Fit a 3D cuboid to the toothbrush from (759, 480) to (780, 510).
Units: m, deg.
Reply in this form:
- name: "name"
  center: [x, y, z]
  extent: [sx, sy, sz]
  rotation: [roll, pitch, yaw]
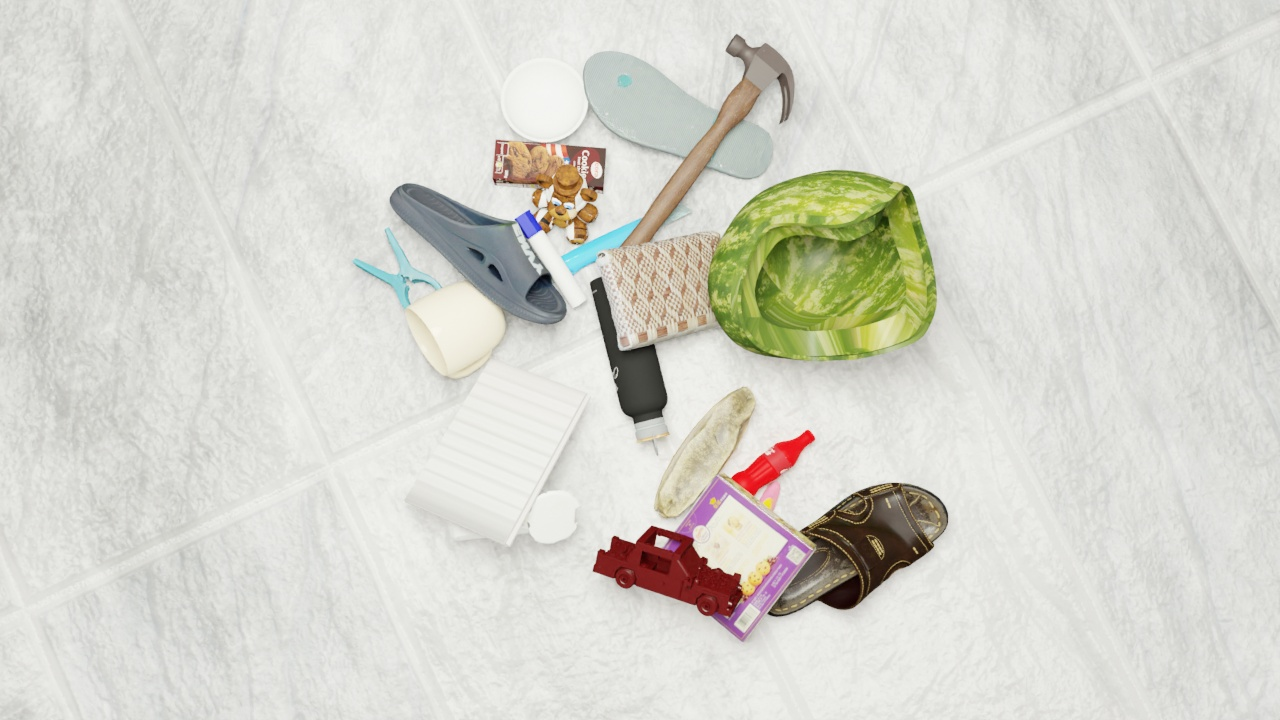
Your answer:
- name: "toothbrush"
  center: [0.145, 0.214, 1.160]
  extent: [0.021, 0.016, 0.135]
  rotation: [25, 82, 2]

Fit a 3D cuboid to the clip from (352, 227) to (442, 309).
- name: "clip"
  center: [-0.311, -0.094, 1.161]
  extent: [0.127, 0.028, 0.113]
  rotation: [35, 87, 1]

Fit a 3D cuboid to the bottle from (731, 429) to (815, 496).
- name: "bottle"
  center: [0.169, 0.128, 1.156]
  extent: [0.119, 0.036, 0.036]
  rotation: [-36, 87, -5]

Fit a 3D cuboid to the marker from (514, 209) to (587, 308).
- name: "marker"
  center: [-0.113, -0.127, 1.155]
  extent: [0.023, 0.027, 0.133]
  rotation: [-31, 102, 8]

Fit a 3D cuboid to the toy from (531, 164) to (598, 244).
- name: "toy"
  center: [-0.094, -0.199, 1.140]
  extent: [0.087, 0.113, 0.067]
  rotation: [18, 73, -1]

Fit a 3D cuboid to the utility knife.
- name: "utility knife"
  center: [-0.029, -0.154, 1.183]
  extent: [0.205, 0.015, 0.031]
  rotation: [-25, 89, -1]

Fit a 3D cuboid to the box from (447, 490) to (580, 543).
- name: "box"
  center: [-0.153, 0.180, 1.114]
  extent: [0.166, 0.092, 0.083]
  rotation: [-6, 105, -5]

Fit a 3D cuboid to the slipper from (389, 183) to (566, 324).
- name: "slipper"
  center: [-0.184, -0.149, 1.124]
  extent: [0.268, 0.110, 0.083]
  rotation: [39, 112, 7]

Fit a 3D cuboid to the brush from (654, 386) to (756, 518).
- name: "brush"
  center: [0.082, 0.115, 1.150]
  extent: [0.059, 0.043, 0.195]
  rotation: [37, 86, 1]

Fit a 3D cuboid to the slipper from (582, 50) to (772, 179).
- name: "slipper"
  center: [0.042, -0.305, 1.189]
  extent: [0.268, 0.055, 0.098]
  rotation: [25, 87, -11]

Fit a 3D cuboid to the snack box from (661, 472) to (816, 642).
- name: "snack box"
  center: [0.111, 0.236, 1.111]
  extent: [0.148, 0.040, 0.143]
  rotation: [38, 98, 15]

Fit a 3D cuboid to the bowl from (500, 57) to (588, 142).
- name: "bowl"
  center: [-0.123, -0.328, 1.182]
  extent: [0.110, 0.040, 0.110]
  rotation: [0, 85, -3]

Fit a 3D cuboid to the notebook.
- name: "notebook"
  center: [-0.169, 0.105, 1.102]
  extent: [0.143, 0.009, 0.209]
  rotation: [19, 64, 17]

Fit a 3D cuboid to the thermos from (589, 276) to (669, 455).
- name: "thermos"
  center: [-0.007, 0.006, 1.147]
  extent: [0.061, 0.061, 0.231]
  rotation: [-14, 86, -4]

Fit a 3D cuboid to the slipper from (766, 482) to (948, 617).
- name: "slipper"
  center: [0.259, 0.235, 1.131]
  extent: [0.267, 0.076, 0.113]
  rotation: [-26, 87, -4]

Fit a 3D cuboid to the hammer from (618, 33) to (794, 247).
- name: "hammer"
  center: [0.078, -0.259, 1.159]
  extent: [0.115, 0.033, 0.323]
  rotation: [37, 87, -11]

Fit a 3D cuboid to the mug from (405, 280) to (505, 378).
- name: "mug"
  center: [-0.217, -0.037, 1.129]
  extent: [0.099, 0.096, 0.120]
  rotation: [-32, 131, -23]

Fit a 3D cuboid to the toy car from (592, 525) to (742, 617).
- name: "toy car"
  center: [0.035, 0.241, 1.074]
  extent: [0.170, 0.070, 0.062]
  rotation: [14, 104, 17]

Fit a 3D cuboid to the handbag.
- name: "handbag"
  center: [0.035, -0.089, 1.134]
  extent: [0.185, 0.047, 0.124]
  rotation: [-15, 88, -33]

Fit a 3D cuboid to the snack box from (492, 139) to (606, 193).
- name: "snack box"
  center: [-0.116, -0.249, 1.179]
  extent: [0.141, 0.032, 0.051]
  rotation: [4, 85, -2]

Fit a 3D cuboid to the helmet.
- name: "helmet"
  center: [0.206, -0.110, 1.080]
  extent: [0.248, 0.242, 0.213]
  rotation: [-12, 116, 27]
